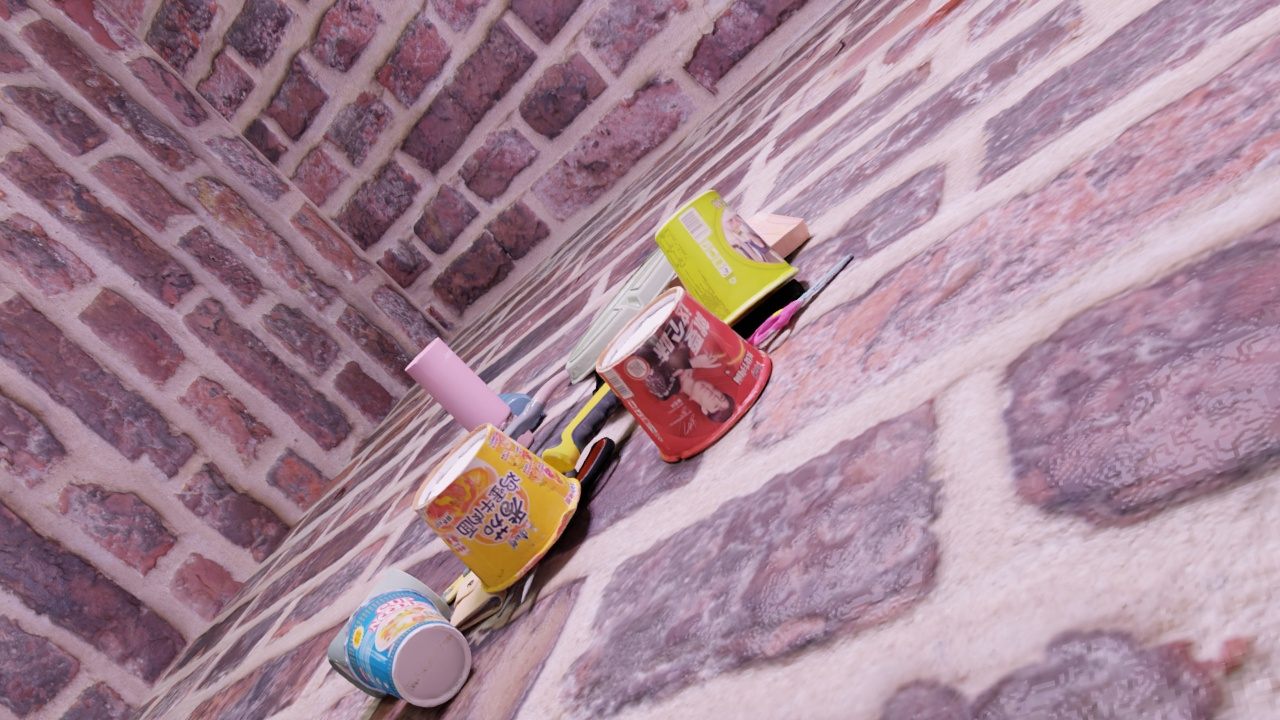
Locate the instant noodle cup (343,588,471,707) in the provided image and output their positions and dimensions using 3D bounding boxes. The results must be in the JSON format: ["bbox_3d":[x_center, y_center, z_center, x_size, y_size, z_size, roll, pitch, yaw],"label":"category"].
[{"bbox_3d":[-0.205,0.264,0.830,0.099,0.099,0.110,-51,22,-25],"label":"instant noodle cup"}]

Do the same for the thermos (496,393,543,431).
[{"bbox_3d":[-0.209,0.083,1.435,0.070,0.070,0.221,-49,15,-17],"label":"thermos"}]

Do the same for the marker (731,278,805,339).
[{"bbox_3d":[0.111,-0.036,0.930,0.132,0.020,0.022,-39,29,24],"label":"marker"}]

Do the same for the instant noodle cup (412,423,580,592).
[{"bbox_3d":[-0.143,0.134,0.885,0.138,0.110,0.138,-41,16,14],"label":"instant noodle cup"}]

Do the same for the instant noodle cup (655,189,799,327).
[{"bbox_3d":[0.081,-0.105,0.940,0.111,0.123,0.112,-37,-5,-4],"label":"instant noodle cup"}]

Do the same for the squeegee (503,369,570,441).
[{"bbox_3d":[-0.129,0.058,1.250,0.248,0.040,0.248,-44,12,-30],"label":"squeegee"}]

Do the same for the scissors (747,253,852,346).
[{"bbox_3d":[0.155,-0.059,0.880,0.133,0.017,0.056,-42,5,-6],"label":"scissors"}]

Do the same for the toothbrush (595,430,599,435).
[{"bbox_3d":[-0.050,0.030,1.154,0.014,0.018,0.188,-30,28,24],"label":"toothbrush"}]

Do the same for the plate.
[{"bbox_3d":[-0.016,-0.066,1.104,0.230,0.027,0.230,-48,8,9],"label":"plate"}]

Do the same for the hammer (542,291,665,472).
[{"bbox_3d":[-0.006,0.006,1.027,0.126,0.032,0.322,-8,33,46],"label":"hammer"}]

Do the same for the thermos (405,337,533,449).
[{"bbox_3d":[-0.238,0.064,1.277,0.067,0.198,0.087,-37,14,23],"label":"thermos"}]

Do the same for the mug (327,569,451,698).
[{"bbox_3d":[-0.247,0.283,0.931,0.112,0.082,0.106,9,48,34],"label":"mug"}]

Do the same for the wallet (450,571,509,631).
[{"bbox_3d":[-0.157,0.225,0.935,0.087,0.024,0.115,-40,15,22],"label":"wallet"}]

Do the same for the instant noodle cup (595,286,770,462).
[{"bbox_3d":[0.034,0.007,0.837,0.138,0.108,0.137,-41,14,13],"label":"instant noodle cup"}]

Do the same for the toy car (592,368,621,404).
[{"bbox_3d":[-0.027,0.018,1.124,0.053,0.045,0.120,-41,21,20],"label":"toy car"}]

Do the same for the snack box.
[{"bbox_3d":[0.110,-0.113,1.046,0.157,0.026,0.084,-38,30,-18],"label":"snack box"}]

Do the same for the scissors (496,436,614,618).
[{"bbox_3d":[-0.092,0.169,0.923,0.228,0.021,0.190,-54,12,-24],"label":"scissors"}]

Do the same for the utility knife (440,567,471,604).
[{"bbox_3d":[-0.166,0.215,1.023,0.166,0.018,0.031,-42,19,-7],"label":"utility knife"}]
